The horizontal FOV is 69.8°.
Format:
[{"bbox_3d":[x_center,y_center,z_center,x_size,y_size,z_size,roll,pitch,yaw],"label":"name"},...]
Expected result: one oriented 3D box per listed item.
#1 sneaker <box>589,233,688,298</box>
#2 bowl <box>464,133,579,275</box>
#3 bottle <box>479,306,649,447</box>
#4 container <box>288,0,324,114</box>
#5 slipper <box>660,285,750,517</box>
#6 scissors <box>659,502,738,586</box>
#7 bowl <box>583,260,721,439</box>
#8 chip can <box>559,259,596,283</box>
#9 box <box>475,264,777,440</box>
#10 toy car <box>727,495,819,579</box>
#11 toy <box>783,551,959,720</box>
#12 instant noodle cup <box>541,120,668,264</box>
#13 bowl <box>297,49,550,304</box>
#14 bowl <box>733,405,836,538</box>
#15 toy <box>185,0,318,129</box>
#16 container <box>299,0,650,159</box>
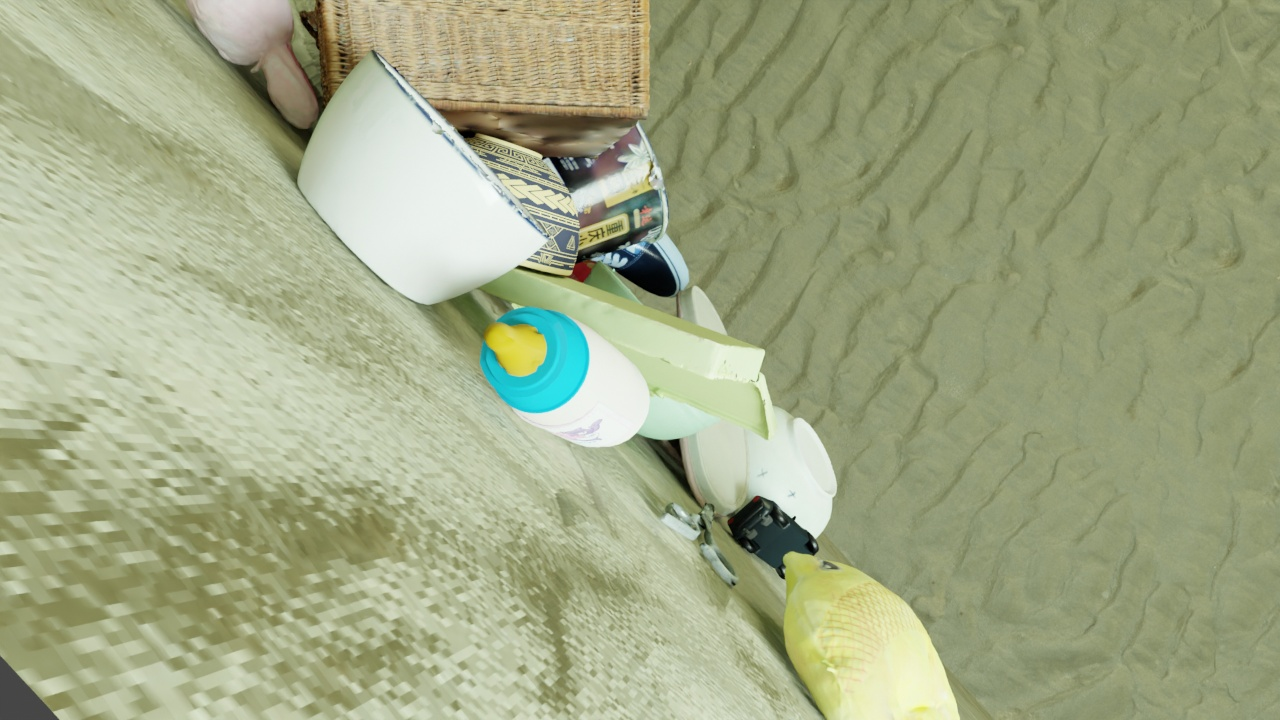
[{"bbox_3d":[-0.059,-0.128,0.949,0.241,0.098,0.084,41,-34,-18],"label":"sneaker"},{"bbox_3d":[-0.085,-0.096,0.533,0.112,0.061,0.112,18,7,-3],"label":"bowl"},{"bbox_3d":[-0.036,0.007,0.416,0.051,0.051,0.146,48,3,21],"label":"bottle"},{"bbox_3d":[-0.170,-0.225,0.709,0.184,0.143,0.246,62,9,23],"label":"container"},{"bbox_3d":[0.048,0.032,0.819,0.114,0.054,0.273,54,23,-31],"label":"slipper"},{"bbox_3d":[0.034,0.098,0.589,0.095,0.014,0.170,47,5,-15],"label":"scissors"},{"bbox_3d":[-0.004,0.004,0.681,0.151,0.077,0.151,47,3,-4],"label":"bowl"},{"bbox_3d":[-0.040,-0.050,0.973,0.073,0.073,0.233,45,3,-40],"label":"chip can"},{"bbox_3d":[-0.015,-0.016,0.531,0.188,0.044,0.141,21,-13,29],"label":"box"},{"bbox_3d":[0.111,0.146,0.762,0.112,0.046,0.034,42,8,-46],"label":"toy car"},{"bbox_3d":[0.130,0.174,0.523,0.170,0.065,0.154,31,26,-53],"label":"toy"},{"bbox_3d":[-0.062,-0.129,0.678,0.137,0.112,0.137,54,-18,27],"label":"instant noodle cup"},{"bbox_3d":[-0.104,-0.077,0.424,0.116,0.066,0.116,47,3,-4],"label":"bowl"},{"bbox_3d":[0.136,0.106,0.880,0.153,0.073,0.153,44,30,-34],"label":"bowl"},{"bbox_3d":[-0.206,-0.176,0.489,0.063,0.047,0.110,36,-22,53],"label":"toy"},{"bbox_3d":[-0.095,-0.189,0.543,0.114,0.198,0.112,176,-89,-72],"label":"container"}]
